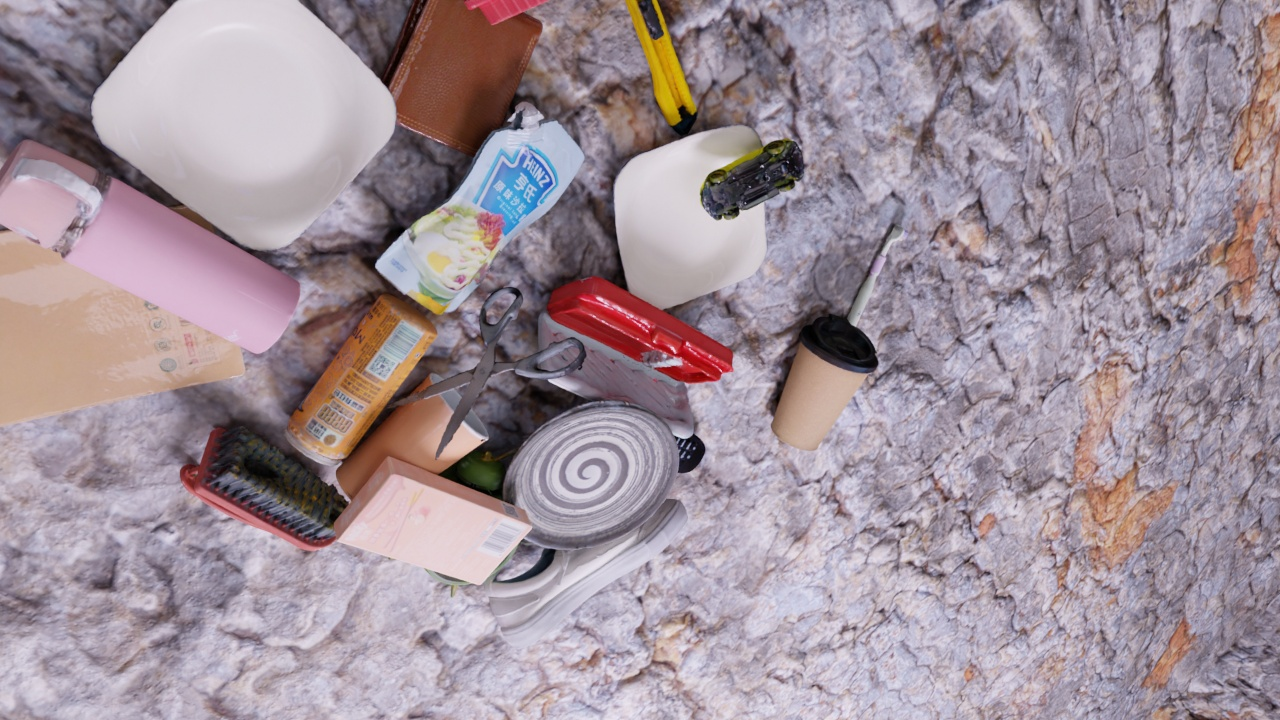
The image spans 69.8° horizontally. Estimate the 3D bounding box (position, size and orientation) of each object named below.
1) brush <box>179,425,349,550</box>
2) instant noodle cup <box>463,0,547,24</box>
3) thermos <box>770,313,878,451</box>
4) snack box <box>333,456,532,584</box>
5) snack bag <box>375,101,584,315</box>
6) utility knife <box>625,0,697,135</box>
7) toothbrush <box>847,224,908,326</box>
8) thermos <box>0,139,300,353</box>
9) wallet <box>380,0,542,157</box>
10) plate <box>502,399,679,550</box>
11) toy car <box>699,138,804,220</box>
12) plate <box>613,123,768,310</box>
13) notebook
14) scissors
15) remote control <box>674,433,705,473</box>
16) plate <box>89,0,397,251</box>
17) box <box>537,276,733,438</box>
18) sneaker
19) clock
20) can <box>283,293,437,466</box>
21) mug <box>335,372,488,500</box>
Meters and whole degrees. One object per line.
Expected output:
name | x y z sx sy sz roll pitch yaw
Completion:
brush | -0.317 0.119 0.788 0.069 0.063 0.146 -25 134 20
instant noodle cup | -0.082 -0.323 0.647 0.116 0.117 0.124 -49 122 -37
thermos | 0.203 0.027 1.038 0.093 0.093 0.143 3 122 -33
snack box | -0.182 0.147 0.819 0.157 0.026 0.084 31 107 -38
snack bag | -0.129 -0.125 0.768 0.191 0.039 0.110 -47 144 1
utility knife | 0.005 -0.290 0.784 0.033 0.015 0.223 -36 128 -13
toothbrush | 0.257 -0.067 1.058 0.020 0.029 0.190 25 106 5
thermos | -0.336 -0.077 0.639 0.198 0.087 0.067 36 61 -40
wallet | -0.142 -0.229 0.720 0.101 0.032 0.125 17 106 -39
plate | -0.048 0.109 0.888 0.179 0.024 0.180 -11 126 -16
toy car | 0.102 -0.170 0.855 0.105 0.032 0.048 -28 127 -3
plate | 0.045 -0.138 0.880 0.163 0.034 0.164 -21 124 -21
notebook | -0.414 -0.031 0.675 0.207 0.008 0.148 -14 121 -25
scissors | -0.129 0.009 0.791 0.159 0.180 0.014 5 150 10
remote control | 0.015 0.084 0.989 0.136 0.024 0.053 28 100 -37
plate | -0.278 -0.178 0.658 0.163 0.034 0.164 -46 127 1
box | -0.007 0.008 0.884 0.201 0.096 0.100 26 64 -38
sneaker | -0.059 0.198 0.976 0.241 0.090 0.091 -30 96 -29
clock | -0.161 0.150 0.898 0.161 0.056 0.116 -46 130 -2
can | -0.236 0.016 0.777 0.058 0.058 0.146 35 94 -39
mug | -0.207 0.080 0.823 0.123 0.078 0.078 -41 129 1
